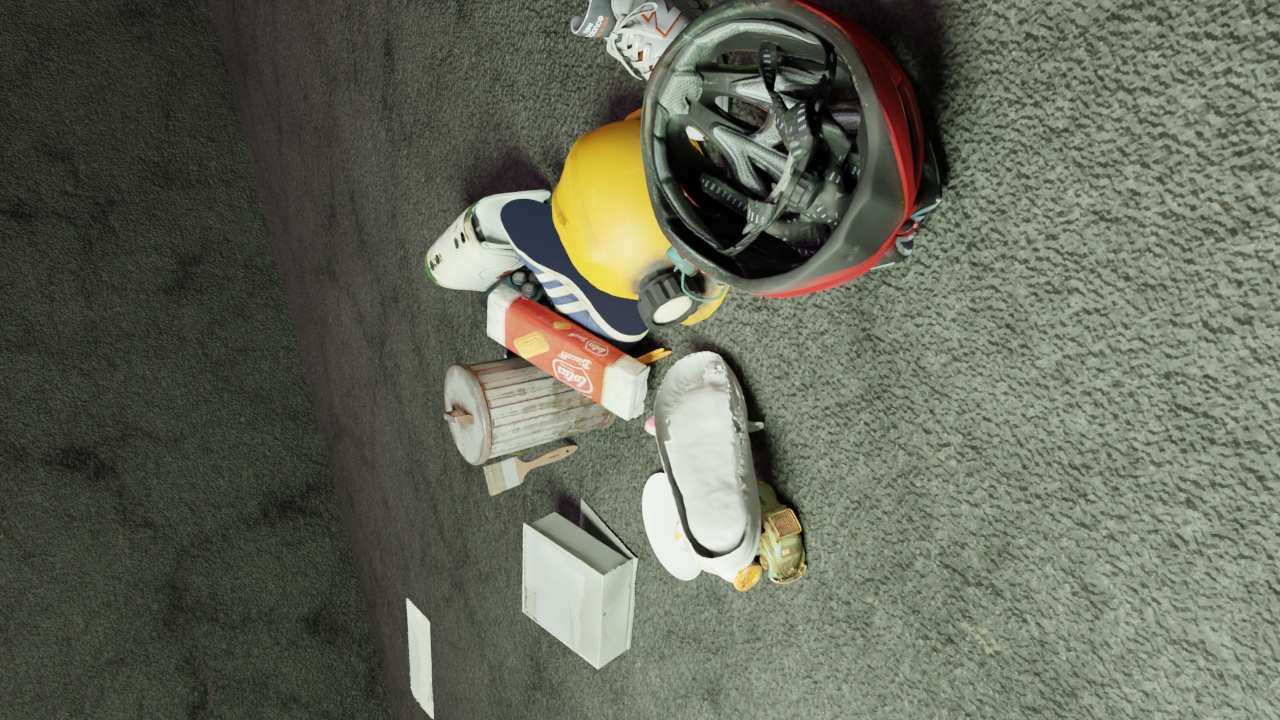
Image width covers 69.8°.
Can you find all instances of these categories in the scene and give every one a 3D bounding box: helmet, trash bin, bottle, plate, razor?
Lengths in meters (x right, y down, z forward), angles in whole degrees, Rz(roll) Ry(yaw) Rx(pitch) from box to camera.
[{"bbox_3d":[-0.022,-0.152,0.996,0.255,0.131,0.206,63,147,24],"label":"helmet"},{"bbox_3d":[-0.150,0.053,1.200,0.131,0.210,0.131,28,124,52],"label":"trash bin"},{"bbox_3d":[0.087,0.207,1.012,0.108,0.063,0.063,41,134,43],"label":"bottle"},{"bbox_3d":[0.110,-0.169,0.731,0.272,0.166,0.218,46,123,34],"label":"helmet"},{"bbox_3d":[0.044,0.203,1.130,0.135,0.011,0.135,28,124,52],"label":"plate"},{"bbox_3d":[-0.186,-0.096,1.303,0.052,0.047,0.143,41,150,-24],"label":"razor"}]

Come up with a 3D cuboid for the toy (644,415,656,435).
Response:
[{"bbox_3d":[0.042,0.078,1.054,0.110,0.047,0.064,38,123,51],"label":"toy"}]

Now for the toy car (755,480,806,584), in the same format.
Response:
[{"bbox_3d":[0.136,0.168,0.931,0.112,0.047,0.047,64,149,23],"label":"toy car"}]

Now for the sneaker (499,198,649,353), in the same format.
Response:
[{"bbox_3d":[-0.092,-0.086,1.146,0.233,0.091,0.119,42,146,7],"label":"sneaker"}]

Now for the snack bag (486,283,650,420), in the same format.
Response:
[{"bbox_3d":[-0.091,-0.011,1.105,0.225,0.041,0.078,31,138,21],"label":"snack bag"}]

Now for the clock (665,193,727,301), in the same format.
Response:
[{"bbox_3d":[0.071,-0.119,0.884,0.090,0.053,0.124,16,91,23],"label":"clock"}]

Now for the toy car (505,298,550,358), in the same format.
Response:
[{"bbox_3d":[-0.164,-0.040,1.348,0.043,0.056,0.120,-105,27,-51],"label":"toy car"}]

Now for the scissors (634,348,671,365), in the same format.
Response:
[{"bbox_3d":[-0.012,0.003,1.110,0.131,0.070,0.013,-30,47,50],"label":"scissors"}]

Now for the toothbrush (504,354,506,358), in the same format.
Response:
[{"bbox_3d":[-0.167,0.013,1.408,0.168,0.014,0.014,24,132,54],"label":"toothbrush"}]

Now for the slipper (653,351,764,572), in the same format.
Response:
[{"bbox_3d":[0.075,0.097,0.934,0.075,0.112,0.246,78,-177,-55],"label":"slipper"}]

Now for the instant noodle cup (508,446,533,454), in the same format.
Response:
[{"bbox_3d":[-0.171,0.079,1.369,0.108,0.102,0.102,-31,74,49],"label":"instant noodle cup"}]

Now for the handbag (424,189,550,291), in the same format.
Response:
[{"bbox_3d":[-0.210,-0.162,1.293,0.199,0.141,0.096,-20,86,60],"label":"handbag"}]

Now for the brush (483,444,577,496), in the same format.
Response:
[{"bbox_3d":[-0.153,0.146,1.305,0.008,0.142,0.045,23,128,56],"label":"brush"}]

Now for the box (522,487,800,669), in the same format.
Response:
[{"bbox_3d":[0.035,0.292,1.379,0.172,0.402,0.169,36,130,48],"label":"box"}]

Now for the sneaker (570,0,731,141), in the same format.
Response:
[{"bbox_3d":[-0.004,-0.326,0.907,0.089,0.124,0.239,-32,73,58],"label":"sneaker"}]
